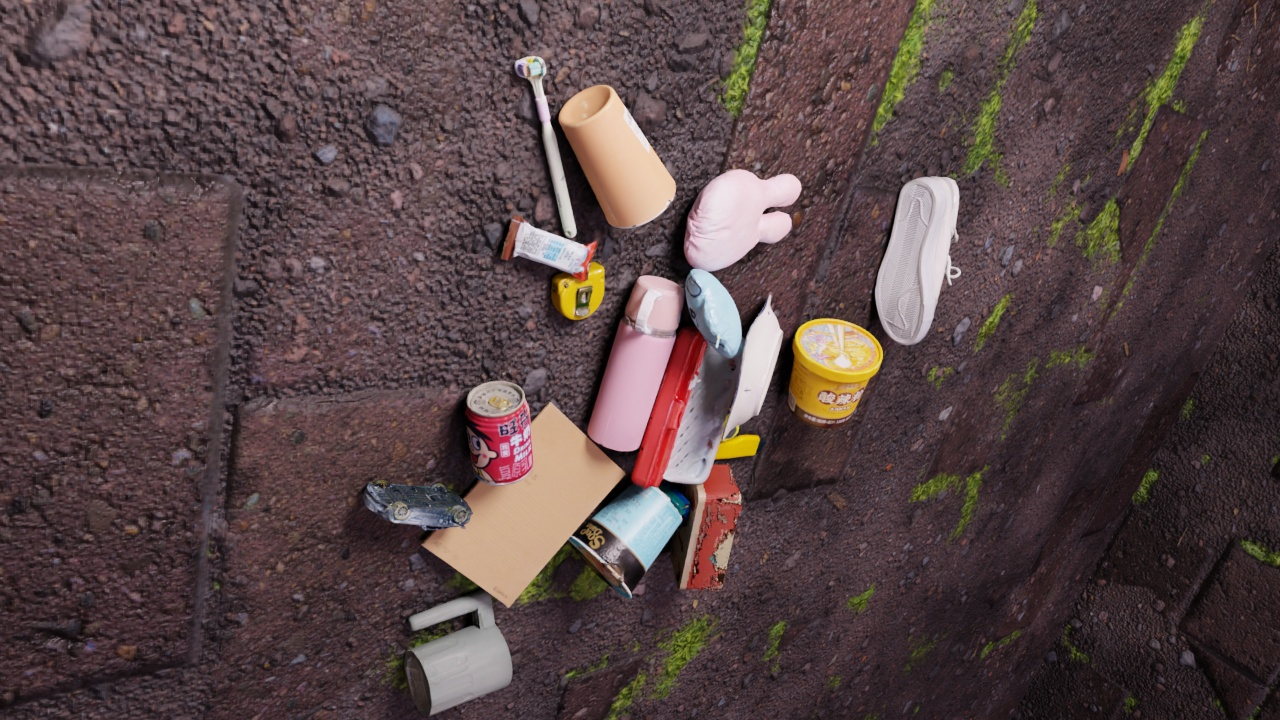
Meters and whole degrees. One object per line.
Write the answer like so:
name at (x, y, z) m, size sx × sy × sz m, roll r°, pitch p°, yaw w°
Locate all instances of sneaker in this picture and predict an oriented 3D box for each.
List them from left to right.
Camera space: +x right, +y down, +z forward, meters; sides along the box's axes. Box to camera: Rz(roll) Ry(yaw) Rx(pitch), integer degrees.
sneaker at (0.398, -0.142, 1.294) m, size 0.090 × 0.089 × 0.243 m, roll -18°, pitch 122°, yaw -38°

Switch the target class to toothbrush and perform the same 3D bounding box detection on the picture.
toothbrush at (-0.085, -0.195, 0.871) m, size 0.020 × 0.029 × 0.190 m, roll -73°, pitch 159°, yaw -45°

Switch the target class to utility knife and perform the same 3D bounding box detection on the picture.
utility knife at (0.117, 0.120, 1.267) m, size 0.153 × 0.015 × 0.033 m, roll 0°, pitch 111°, yaw -41°

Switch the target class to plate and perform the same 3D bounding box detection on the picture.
plate at (0.145, 0.012, 1.143) m, size 0.163 × 0.034 × 0.164 m, roll -52°, pitch 157°, yaw -61°

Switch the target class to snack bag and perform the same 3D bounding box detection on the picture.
snack bag at (-0.088, -0.110, 0.912) m, size 0.104 × 0.026 × 0.048 m, roll 12°, pitch 105°, yaw -31°

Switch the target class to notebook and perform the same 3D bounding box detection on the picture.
notebook at (-0.130, 0.169, 1.059) m, size 0.211 × 0.012 × 0.149 m, roll -48°, pitch 126°, yaw -8°

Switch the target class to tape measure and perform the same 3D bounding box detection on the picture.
tape measure at (-0.064, -0.070, 0.966) m, size 0.059 × 0.029 × 0.057 m, roll -21°, pitch 130°, yaw -30°
tape measure at (0.040, 0.195, 1.220) m, size 0.025 × 0.058 × 0.055 m, roll -17°, pitch 131°, yaw -33°

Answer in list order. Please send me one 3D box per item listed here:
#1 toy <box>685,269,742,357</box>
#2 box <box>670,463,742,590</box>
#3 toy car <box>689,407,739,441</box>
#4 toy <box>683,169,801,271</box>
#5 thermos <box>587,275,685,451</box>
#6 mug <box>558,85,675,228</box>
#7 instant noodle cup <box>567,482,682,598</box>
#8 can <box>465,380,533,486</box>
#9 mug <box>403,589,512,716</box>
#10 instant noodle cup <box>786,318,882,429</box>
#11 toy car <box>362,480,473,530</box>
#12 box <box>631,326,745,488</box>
toy at (0.085, -0.050, 1.031) m, size 0.050 × 0.156 × 0.161 m, roll -25°, pitch 127°, yaw 9°
box at (0.095, 0.228, 1.249) m, size 0.077 × 0.091 × 0.169 m, roll 3°, pitch 119°, yaw -10°
toy car at (0.098, 0.075, 1.208) m, size 0.048 × 0.032 × 0.105 m, roll -51°, pitch 137°, yaw -1°
toy at (0.115, -0.161, 1.044) m, size 0.159 × 0.054 × 0.121 m, roll -16°, pitch 134°, yaw -33°
thermos at (-0.006, 0.006, 1.033) m, size 0.087 × 0.067 × 0.199 m, roll -49°, pitch 159°, yaw -66°
mug at (-0.024, -0.198, 0.883) m, size 0.078 × 0.078 × 0.123 m, roll -43°, pitch 133°, yaw -10°
instant noodle cup at (-0.013, 0.219, 1.160) m, size 0.120 × 0.111 × 0.111 m, roll -45°, pitch 138°, yaw -18°
can at (-0.148, 0.076, 0.962) m, size 0.066 × 0.066 × 0.094 m, roll -23°, pitch 130°, yaw -30°
mug at (-0.219, 0.344, 1.084) m, size 0.103 × 0.084 × 0.124 m, roll -12°, pitch 98°, yaw -35°
instant noodle cup at (0.258, 0.022, 1.258) m, size 0.118 × 0.118 × 0.115 m, roll -20°, pitch 137°, yaw -31°
toy car at (-0.230, 0.152, 0.950) m, size 0.120 × 0.054 × 0.037 m, roll 17°, pitch 103°, yaw -46°
box at (0.058, 0.058, 1.128) m, size 0.159 × 0.065 × 0.201 m, roll 6°, pitch 104°, yaw -57°
